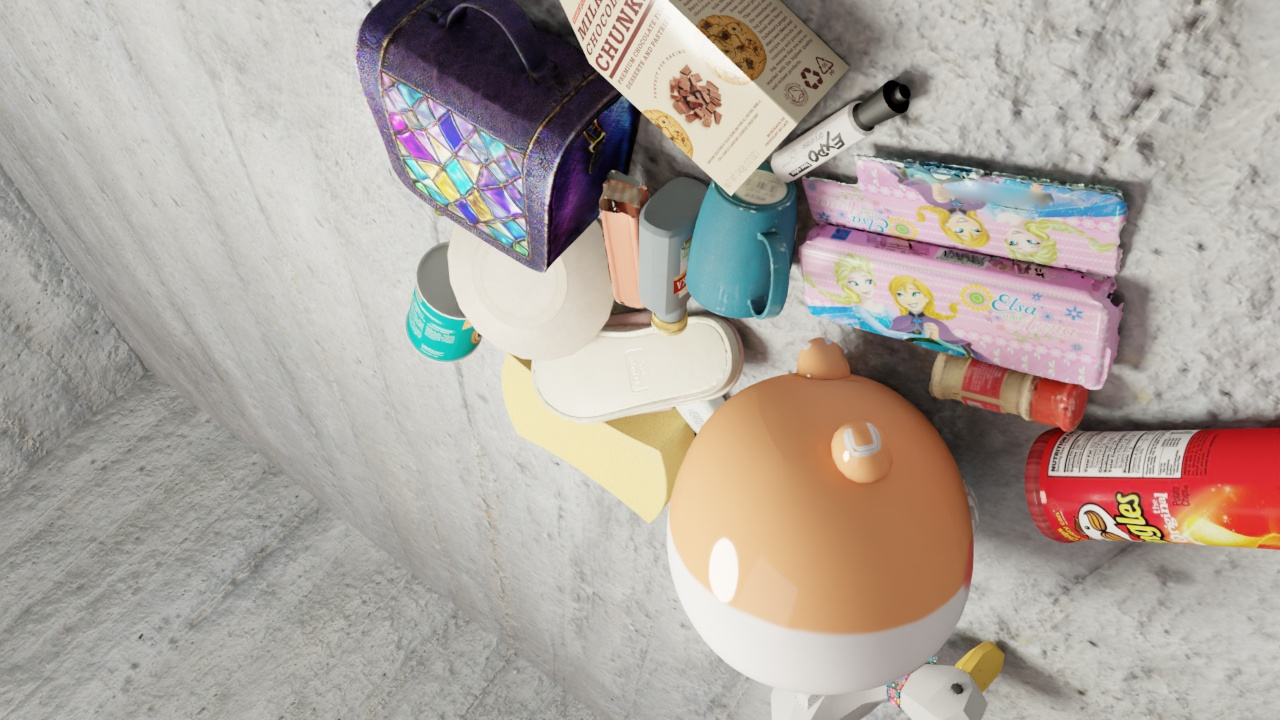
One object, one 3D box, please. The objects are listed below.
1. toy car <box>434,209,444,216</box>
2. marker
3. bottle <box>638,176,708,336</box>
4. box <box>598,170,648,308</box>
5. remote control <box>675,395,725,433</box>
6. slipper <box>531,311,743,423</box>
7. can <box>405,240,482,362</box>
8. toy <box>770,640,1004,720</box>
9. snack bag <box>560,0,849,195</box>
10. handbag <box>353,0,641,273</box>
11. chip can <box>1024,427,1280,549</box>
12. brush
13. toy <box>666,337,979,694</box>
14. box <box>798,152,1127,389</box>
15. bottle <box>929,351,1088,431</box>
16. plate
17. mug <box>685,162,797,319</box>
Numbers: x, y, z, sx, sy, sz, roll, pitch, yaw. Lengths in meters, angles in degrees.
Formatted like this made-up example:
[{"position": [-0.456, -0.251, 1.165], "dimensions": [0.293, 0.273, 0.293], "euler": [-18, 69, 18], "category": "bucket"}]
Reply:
[{"position": [-0.196, -0.169, 1.011], "dimensions": [0.107, 0.030, 0.049], "euler": [32, 152, 11], "category": "toy car"}, {"position": [0.136, -0.156, 0.630], "dimensions": [0.025, 0.025, 0.126], "euler": [47, 151, -12], "category": "marker"}, {"position": [0.029, -0.082, 0.816], "dimensions": [0.046, 0.072, 0.161], "euler": [28, 149, 18], "category": "bottle"}, {"position": [-0.011, -0.100, 0.829], "dimensions": [0.058, 0.053, 0.187], "euler": [51, 169, 23], "category": "box"}, {"position": [0.062, 0.043, 0.997], "dimensions": [0.060, 0.028, 0.114], "euler": [-10, 121, 54], "category": "remote control"}, {"position": [-0.006, 0.006, 0.964], "dimensions": [0.275, 0.054, 0.114], "euler": [-6, 91, 38], "category": "slipper"}, {"position": [-0.231, -0.069, 1.122], "dimensions": [0.099, 0.099, 0.144], "euler": [41, 152, 0], "category": "can"}, {"position": [0.259, 0.359, 1.055], "dimensions": [0.141, 0.246, 0.267], "euler": [59, 169, -31], "category": "toy"}, {"position": [0.025, -0.225, 0.623], "dimensions": [0.206, 0.069, 0.095], "euler": [43, 152, -3], "category": "snack bag"}, {"position": [-0.115, -0.206, 0.762], "dimensions": [0.205, 0.125, 0.222], "euler": [33, 153, 15], "category": "handbag"}, {"position": [0.378, 0.085, 0.613], "dimensions": [0.214, 0.086, 0.087], "euler": [-9, 125, 54], "category": "chip can"}, {"position": [-0.050, 0.074, 1.129], "dimensions": [0.250, 0.075, 0.195], "euler": [32, 150, 16], "category": "brush"}, {"position": [0.156, 0.133, 0.782], "dimensions": [0.265, 0.262, 0.281], "euler": [-3, 123, -4], "category": "toy"}, {"position": [0.217, -0.071, 0.650], "dimensions": [0.231, 0.035, 0.159], "euler": [18, 142, 34], "category": "box"}, {"position": [0.276, 0.021, 0.692], "dimensions": [0.109, 0.044, 0.044], "euler": [16, 143, 39], "category": "bottle"}, {"position": [-0.117, -0.086, 0.929], "dimensions": [0.189, 0.027, 0.189], "euler": [7, 110, 18], "category": "plate"}, {"position": [0.087, -0.087, 0.712], "dimensions": [0.104, 0.084, 0.112], "euler": [95, 160, -47], "category": "mug"}]
